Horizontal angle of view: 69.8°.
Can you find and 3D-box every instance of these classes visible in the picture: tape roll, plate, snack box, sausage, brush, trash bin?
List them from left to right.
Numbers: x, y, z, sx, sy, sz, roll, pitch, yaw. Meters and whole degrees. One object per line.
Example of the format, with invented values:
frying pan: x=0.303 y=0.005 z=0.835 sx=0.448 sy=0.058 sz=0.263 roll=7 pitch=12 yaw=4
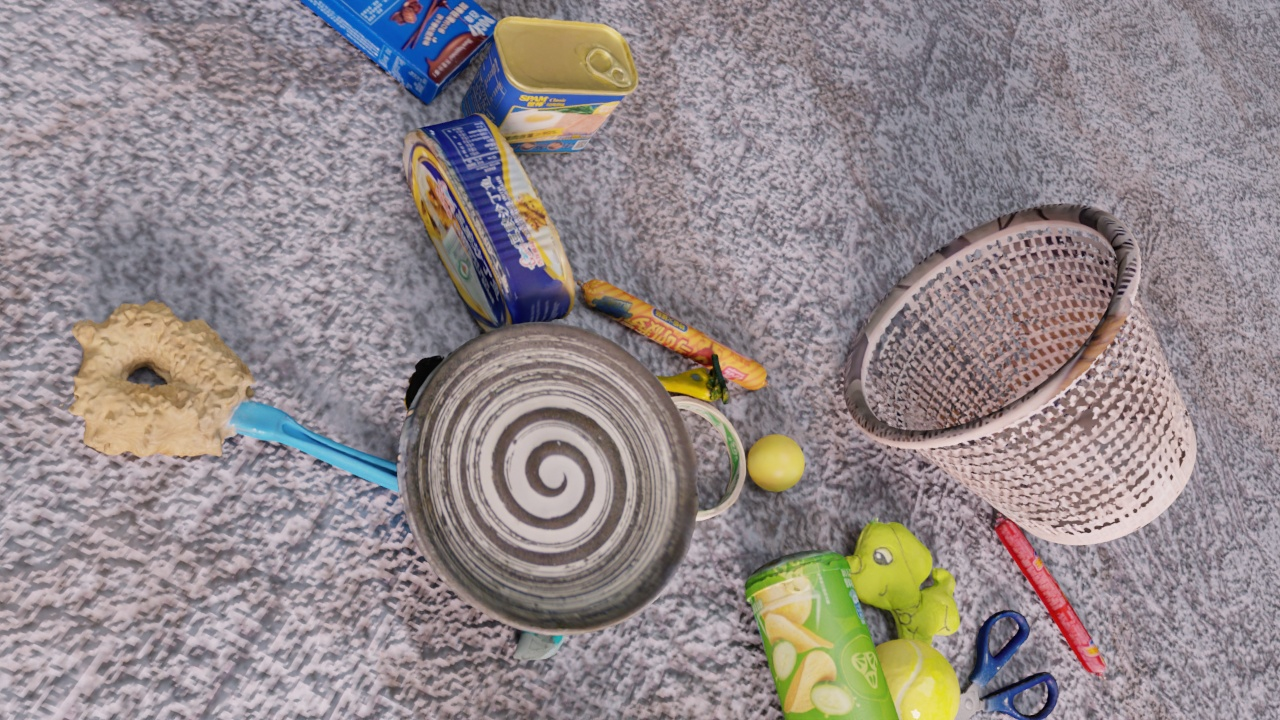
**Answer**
brush: x=-0.184 y=0.044 z=0.507 sx=0.254 sy=0.046 sz=0.083 roll=25 pitch=55 yaw=-23
snack box: x=-0.184 y=-0.258 z=0.640 sx=0.157 sy=0.026 sz=0.084 roll=39 pitch=56 yaw=-10
plate: x=-0.049 y=0.064 z=0.518 sx=0.179 sy=0.024 sz=0.179 roll=11 pitch=66 yaw=-25
sausage: x=0.026 y=-0.018 z=0.658 sx=0.165 sy=0.022 sz=0.021 roll=27 pitch=58 yaw=-17
tape roll: x=0.034 y=0.067 z=0.630 sx=0.085 sy=0.014 sz=0.085 roll=12 pitch=64 yaw=-25
trash bin: x=0.302 y=0.027 z=0.694 sx=0.192 sy=0.228 sz=0.226 roll=43 pitch=54 yaw=-23
sausage: x=0.333 y=0.190 z=0.744 sx=0.020 sy=0.020 sz=0.156 roll=-30 pitch=86 yaw=-35

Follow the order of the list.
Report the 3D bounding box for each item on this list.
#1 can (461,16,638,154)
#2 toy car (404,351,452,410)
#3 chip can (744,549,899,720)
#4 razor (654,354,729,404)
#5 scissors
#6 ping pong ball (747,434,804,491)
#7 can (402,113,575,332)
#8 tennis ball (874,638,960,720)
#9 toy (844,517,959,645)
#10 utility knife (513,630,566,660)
can: x=-0.066 y=-0.188 z=0.641 sx=0.102 sy=0.083 sz=0.057 roll=-9 pitch=74 yaw=-32
toy car: x=-0.070 y=0.031 z=0.567 sx=0.155 sy=0.041 sz=0.071 roll=5 pitch=54 yaw=-28
chip can: x=0.126 y=0.228 z=0.562 sx=0.072 sy=0.073 sz=0.221 roll=-1 pitch=62 yaw=-30
razor: x=-0.004 y=0.004 z=0.625 sx=0.132 sy=0.028 sz=0.043 roll=13 pitch=36 yaw=-16
scissors: x=0.244 y=0.240 z=0.677 sx=0.170 sy=0.012 sz=0.141 roll=15 pitch=64 yaw=-22
ping pong ball: x=0.095 y=0.072 z=0.647 sx=0.040 sy=0.040 sz=0.040 roll=12 pitch=64 yaw=-25
can: x=-0.098 y=-0.086 z=0.586 sx=0.049 sy=0.075 sz=0.148 roll=-23 pitch=81 yaw=-31
tennis ball: x=0.180 y=0.221 z=0.615 sx=0.065 sy=0.066 sz=0.065 roll=12 pitch=64 yaw=-25
toy: x=0.192 y=0.161 z=0.669 sx=0.096 sy=0.031 sz=0.100 roll=-15 pitch=82 yaw=-33
utility knife: x=-0.037 y=0.111 z=0.571 sx=0.029 sy=0.013 sz=0.164 roll=31 pitch=57 yaw=-15
